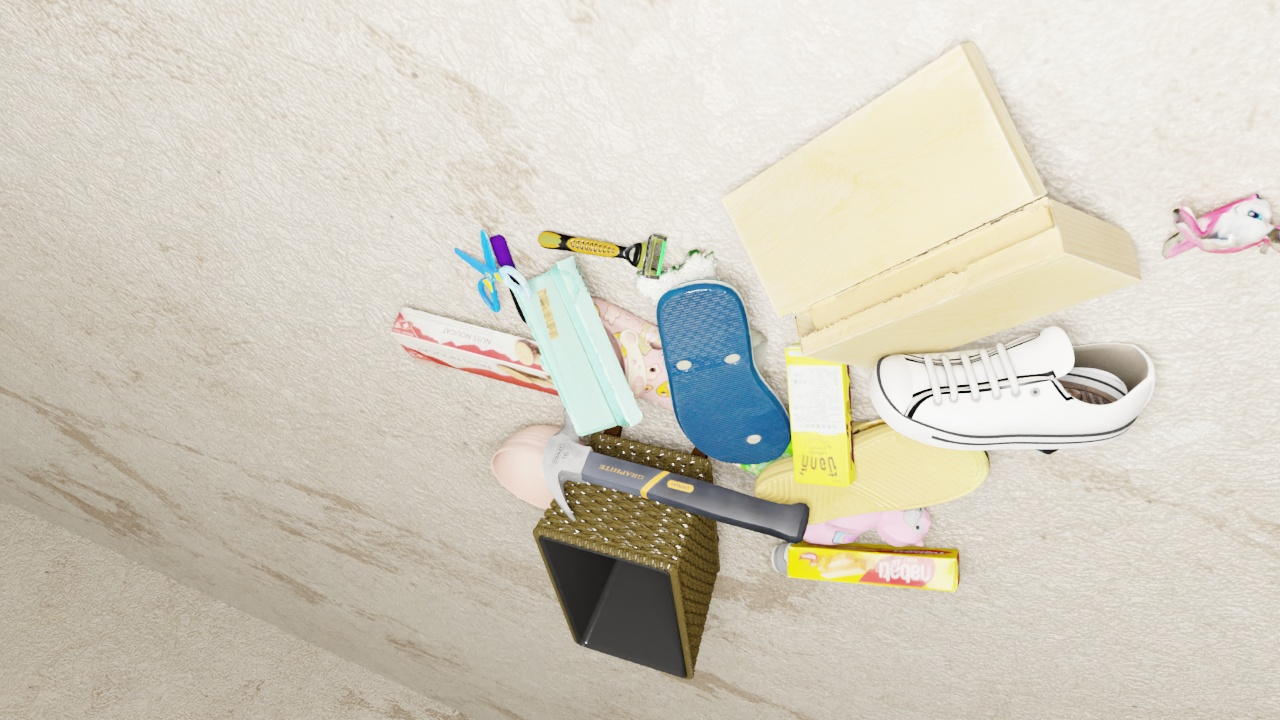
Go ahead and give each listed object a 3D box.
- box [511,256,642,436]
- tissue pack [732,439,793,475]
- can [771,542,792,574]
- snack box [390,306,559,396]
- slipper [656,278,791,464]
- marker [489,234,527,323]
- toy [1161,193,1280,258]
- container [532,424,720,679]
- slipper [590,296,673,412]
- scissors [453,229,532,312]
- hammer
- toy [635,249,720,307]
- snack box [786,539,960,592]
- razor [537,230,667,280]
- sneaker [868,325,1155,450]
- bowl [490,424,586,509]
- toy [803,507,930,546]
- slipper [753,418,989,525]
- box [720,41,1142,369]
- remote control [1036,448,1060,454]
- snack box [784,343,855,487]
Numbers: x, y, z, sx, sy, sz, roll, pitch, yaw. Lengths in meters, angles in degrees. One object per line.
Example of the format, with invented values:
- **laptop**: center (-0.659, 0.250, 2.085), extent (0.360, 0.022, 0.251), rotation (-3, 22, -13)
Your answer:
- **box**: center (-0.064, -0.012, 0.986), extent (0.138, 0.055, 0.187), rotation (-14, 100, 63)
- **tissue pack**: center (0.153, 0.102, 1.091), extent (0.099, 0.034, 0.114), rotation (26, 146, -4)
- **can**: center (0.234, 0.269, 1.245), extent (0.107, 0.043, 0.044), rotation (-8, 133, 38)
- **snack box**: center (-0.171, -0.002, 1.124), extent (0.273, 0.044, 0.077), rotation (14, 158, 15)
- **slipper**: center (0.083, 0.012, 0.962), extent (0.118, 0.060, 0.295), rotation (-14, 136, 9)
- **marker**: center (-0.145, -0.089, 1.035), extent (0.018, 0.015, 0.134), rotation (21, 146, 27)
- **toy**: center (0.439, -0.094, 0.665), extent (0.102, 0.050, 0.065), rotation (16, 178, 24)
- **container**: center (0.007, 0.239, 1.200), extent (0.176, 0.204, 0.321), rotation (12, 143, 17)
- **slipper**: center (-0.006, 0.006, 1.021), extent (0.197, 0.081, 0.093), rotation (33, 143, -8)
- **scissors**: center (-0.163, -0.094, 1.010), extent (0.127, 0.013, 0.125), rotation (29, 146, 26)
- **hammer**: center (0.036, 0.140, 1.038), extent (0.313, 0.139, 0.035), rotation (13, 152, 17)
- **toy**: center (0.057, -0.062, 0.935), extent (0.096, 0.041, 0.109), rotation (-16, 134, 41)
- **snack box**: center (0.289, 0.252, 1.136), extent (0.201, 0.042, 0.092), rotation (0, 175, 22)
- **razor**: center (-0.042, -0.114, 0.932), extent (0.144, 0.044, 0.021), rotation (12, -176, 23)
- **sneaker**: center (0.327, 0.016, 0.793), extent (0.245, 0.091, 0.097), rotation (4, 138, -2)
- **bowl**: center (-0.122, 0.139, 1.261), extent (0.153, 0.076, 0.153), rotation (15, 144, 11)
- **toy**: center (0.262, 0.188, 1.108), extent (0.157, 0.067, 0.124), rotation (20, 147, -3)
- **slipper**: center (0.245, 0.114, 1.005), extent (0.264, 0.078, 0.099), rotation (-22, 110, 33)
- **box**: center (0.223, -0.091, 0.751), extent (0.252, 0.118, 0.248), rotation (45, 139, -17)
- **remote control**: center (0.364, 0.055, 0.916), extent (0.140, 0.021, 0.046), rotation (24, 146, -8)
- **snack box**: center (0.187, 0.056, 0.950), extent (0.061, 0.025, 0.149), rotation (1, 105, 31)
